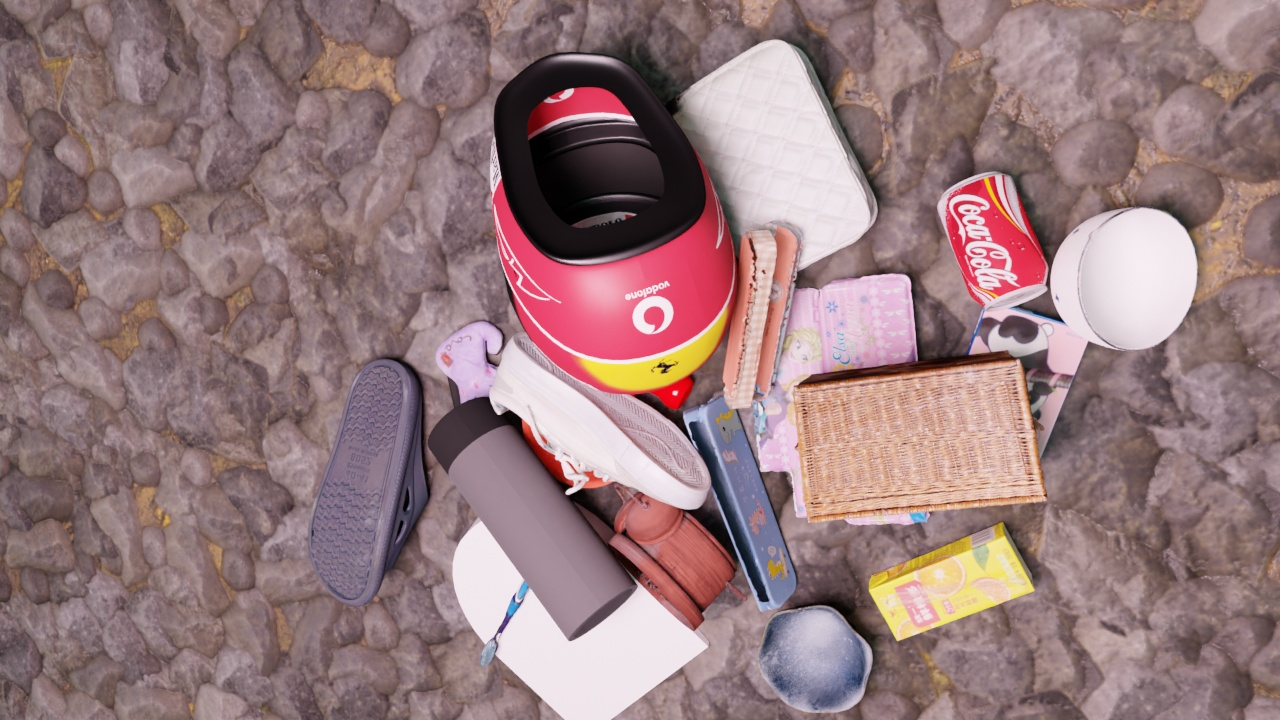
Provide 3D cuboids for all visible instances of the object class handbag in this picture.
[{"bbox_3d":[0.119,-0.175,0.822,0.139,0.072,0.195,-24,92,30],"label":"handbag"}]

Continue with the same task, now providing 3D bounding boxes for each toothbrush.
[{"bbox_3d":[-0.128,0.252,0.962,0.016,0.017,0.189,26,110,-8],"label":"toothbrush"}]

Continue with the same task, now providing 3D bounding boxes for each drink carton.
[{"bbox_3d":[0.284,0.206,0.846,0.135,0.042,0.058,-29,90,22],"label":"drink carton"}]

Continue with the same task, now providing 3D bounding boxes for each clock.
[{"bbox_3d":[0.024,0.182,0.887,0.072,0.121,0.157,-43,93,-14],"label":"clock"}]

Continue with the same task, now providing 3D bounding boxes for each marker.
[{"bbox_3d":[-0.193,0.071,1.000,0.021,0.017,0.124,-10,95,20],"label":"marker"}]

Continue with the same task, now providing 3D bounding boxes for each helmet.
[{"bbox_3d":[-0.025,-0.097,0.807,0.197,0.225,0.270,-19,60,-6],"label":"helmet"}]

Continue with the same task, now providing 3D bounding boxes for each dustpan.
[{"bbox_3d":[-0.081,0.259,0.995,0.258,0.053,0.192,45,111,-5],"label":"dustpan"}]

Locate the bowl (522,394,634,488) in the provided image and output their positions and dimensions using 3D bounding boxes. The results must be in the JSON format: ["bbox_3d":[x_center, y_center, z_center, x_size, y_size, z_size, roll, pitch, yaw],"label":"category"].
[{"bbox_3d":[-0.053,0.061,0.935,0.131,0.045,0.130,3,101,19],"label":"bowl"}]

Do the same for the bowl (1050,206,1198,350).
[{"bbox_3d":[0.380,-0.067,0.742,0.113,0.063,0.113,-2,98,-15],"label":"bowl"}]

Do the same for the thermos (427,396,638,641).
[{"bbox_3d":[-0.108,0.150,0.895,0.082,0.082,0.240,-48,70,20],"label":"thermos"}]

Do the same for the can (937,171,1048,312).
[{"bbox_3d":[0.294,-0.098,0.765,0.064,0.064,0.104,-21,76,21],"label":"can"}]

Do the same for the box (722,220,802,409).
[{"bbox_3d":[0.108,-0.039,0.824,0.063,0.056,0.188,-9,131,-17],"label":"box"}]

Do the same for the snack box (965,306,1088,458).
[{"bbox_3d":[0.322,0.031,0.807,0.088,0.033,0.154,20,105,15],"label":"snack box"}]

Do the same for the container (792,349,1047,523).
[{"bbox_3d":[0.227,0.061,0.766,0.199,0.113,0.112,-8,92,18],"label":"container"}]

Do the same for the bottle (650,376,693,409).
[{"bbox_3d":[-0.005,0.005,0.913,0.119,0.036,0.036,30,108,12],"label":"bottle"}]

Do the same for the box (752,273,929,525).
[{"bbox_3d":[0.180,0.040,0.858,0.159,0.035,0.230,-5,97,19],"label":"box"}]

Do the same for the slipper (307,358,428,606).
[{"bbox_3d":[-0.291,0.134,1.020,0.111,0.083,0.268,8,85,26],"label":"slipper"}]

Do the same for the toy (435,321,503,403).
[{"bbox_3d":[-0.168,0.010,0.970,0.080,0.036,0.099,-36,86,4],"label":"toy"}]

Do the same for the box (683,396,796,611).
[{"bbox_3d":[0.103,0.136,0.887,0.059,0.068,0.210,-22,92,5],"label":"box"}]

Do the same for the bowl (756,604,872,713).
[{"bbox_3d":[0.171,0.281,0.892,0.110,0.055,0.110,3,101,18],"label":"bowl"}]

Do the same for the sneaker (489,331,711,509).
[{"bbox_3d":[-0.044,0.075,0.868,0.242,0.089,0.091,36,113,17],"label":"sneaker"}]
